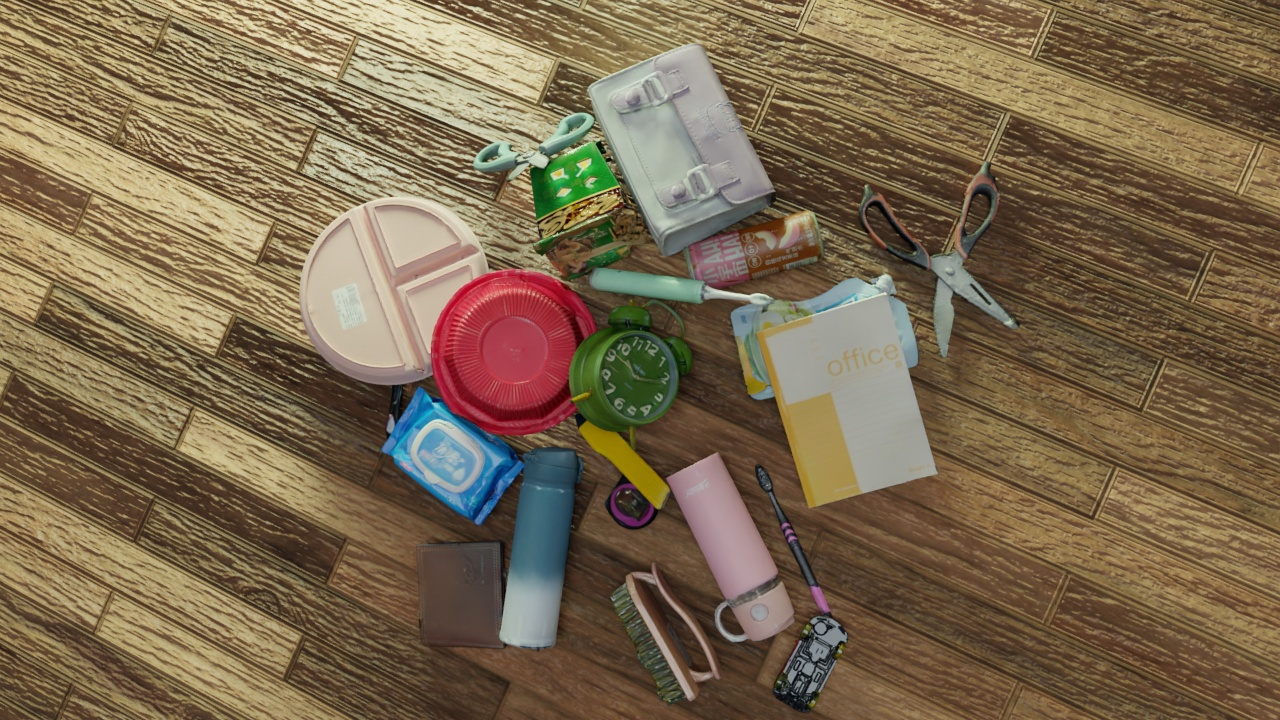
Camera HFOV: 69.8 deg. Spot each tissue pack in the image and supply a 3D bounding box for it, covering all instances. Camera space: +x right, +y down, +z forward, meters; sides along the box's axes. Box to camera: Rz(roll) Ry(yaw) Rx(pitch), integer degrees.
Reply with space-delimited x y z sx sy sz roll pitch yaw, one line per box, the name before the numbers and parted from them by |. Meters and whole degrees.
tissue pack | -0.219 0.108 1.054 0.157 0.052 0.095 35 92 9

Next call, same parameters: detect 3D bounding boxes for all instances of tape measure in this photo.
tape measure | -0.008 0.160 1.025 0.058 0.039 0.057 35 92 9

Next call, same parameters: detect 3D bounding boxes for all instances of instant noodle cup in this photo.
instant noodle cup | -0.139 -0.010 1.022 0.194 0.066 0.194 0 89 -6

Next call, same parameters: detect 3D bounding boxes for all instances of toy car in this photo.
toy car | 0.184 0.325 0.990 0.049 0.031 0.106 27 92 8

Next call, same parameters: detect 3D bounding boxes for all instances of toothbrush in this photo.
toothbrush | 0.169 0.201 1.008 0.014 0.018 0.189 -25 85 4
toothbrush | 0.040 -0.078 0.998 0.225 0.027 0.026 10 98 32

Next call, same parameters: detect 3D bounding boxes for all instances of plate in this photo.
plate | -0.291 -0.086 1.074 0.229 0.028 0.229 -1 80 4

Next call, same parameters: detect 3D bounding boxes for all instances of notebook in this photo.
notebook | 0.223 0.045 0.990 0.146 0.010 0.206 -16 97 6

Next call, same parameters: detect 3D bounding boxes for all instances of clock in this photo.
clock | -0.006 0.006 1.003 0.116 0.056 0.161 39 69 -23

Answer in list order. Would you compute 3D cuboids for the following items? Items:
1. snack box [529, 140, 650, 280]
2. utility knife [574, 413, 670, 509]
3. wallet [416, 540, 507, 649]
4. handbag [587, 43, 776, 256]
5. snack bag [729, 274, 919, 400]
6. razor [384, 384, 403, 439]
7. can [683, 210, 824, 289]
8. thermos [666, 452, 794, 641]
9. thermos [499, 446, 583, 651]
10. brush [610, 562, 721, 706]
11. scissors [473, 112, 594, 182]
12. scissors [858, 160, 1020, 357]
snack box | -0.066 -0.170 1.026 0.117 0.118 0.105 -22 71 5
utility knife | -0.021 0.108 1.022 0.033 0.015 0.154 -43 62 -6
wallet | -0.204 0.268 1.054 0.101 0.032 0.124 -3 87 6
handbag | 0.046 -0.236 1.015 0.145 0.098 0.197 -25 81 -2
snack bag | 0.201 -0.026 1.008 0.191 0.039 0.110 -13 78 6
razor | -0.286 0.025 1.085 0.043 0.022 0.142 8 88 10
can | 0.125 -0.119 1.013 0.147 0.058 0.058 -15 84 7
thermos | 0.091 0.206 0.996 0.087 0.067 0.198 -27 84 14
thermos | -0.110 0.206 1.027 0.070 0.070 0.220 8 87 9
brush | 0.027 0.296 1.001 0.073 0.063 0.145 -32 81 9
scissors | -0.134 -0.233 1.032 0.179 0.172 0.019 -4 124 28
scissors | 0.328 -0.115 1.003 0.189 0.015 0.222 10 88 9
